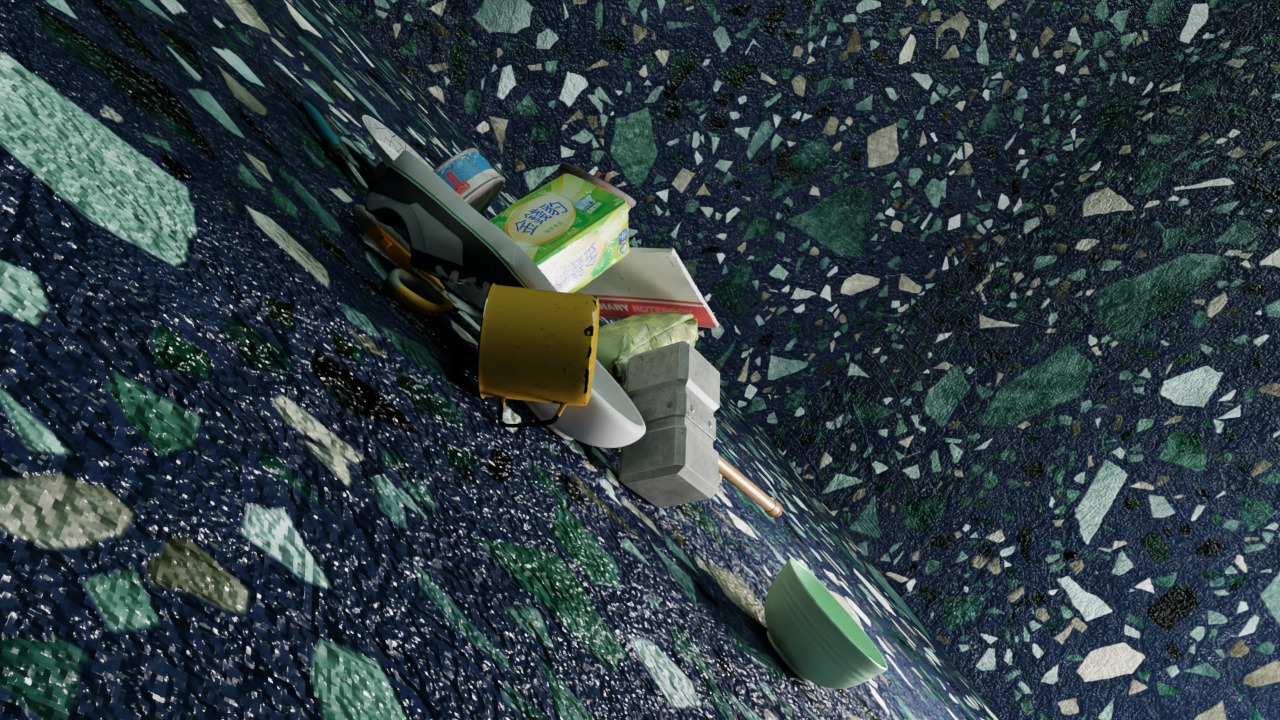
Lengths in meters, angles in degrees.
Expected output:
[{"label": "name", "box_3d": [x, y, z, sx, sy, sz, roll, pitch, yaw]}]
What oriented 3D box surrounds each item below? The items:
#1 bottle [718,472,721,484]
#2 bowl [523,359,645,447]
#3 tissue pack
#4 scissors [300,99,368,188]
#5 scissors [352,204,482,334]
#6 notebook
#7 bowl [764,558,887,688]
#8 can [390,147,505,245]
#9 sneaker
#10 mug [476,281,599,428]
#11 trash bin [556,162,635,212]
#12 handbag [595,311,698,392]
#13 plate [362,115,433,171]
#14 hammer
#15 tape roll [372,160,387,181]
[{"label": "bottle", "box_3d": [0.065, 0.130, 1.323, 0.059, 0.059, 0.167, 44, 6, -27]}, {"label": "bowl", "box_3d": [-0.077, 0.029, 0.927, 0.176, 0.066, 0.176, 46, 6, -6]}, {"label": "tissue pack", "box_3d": [-0.109, -0.105, 1.072, 0.120, 0.197, 0.142, 36, -35, 33]}, {"label": "scissors", "box_3d": [-0.353, -0.250, 1.053, 0.144, 0.019, 0.126, 52, -1, -15]}, {"label": "scissors", "box_3d": [-0.202, -0.065, 0.908, 0.225, 0.016, 0.216, 45, 6, -20]}, {"label": "notebook", "box_3d": [-0.015, -0.097, 1.187, 0.209, 0.012, 0.153, 7, -31, 35]}, {"label": "bowl", "box_3d": [0.186, 0.293, 0.985, 0.151, 0.077, 0.151, 46, 6, -6]}, {"label": "can", "box_3d": [-0.209, -0.168, 0.993, 0.044, 0.130, 0.130, 47, 6, -3]}, {"label": "sneaker", "box_3d": [-0.162, -0.095, 0.869, 0.235, 0.079, 0.084, 40, -5, 7]}, {"label": "mug", "box_3d": [-0.086, -0.001, 0.787, 0.094, 0.123, 0.100, 6, -13, -1]}, {"label": "trash bin", "box_3d": [-0.105, -0.200, 1.435, 0.131, 0.211, 0.131, 27, 4, -2]}, {"label": "handbag", "box_3d": [-0.007, 0.007, 1.145, 0.113, 0.186, 0.117, 8, -66, 45]}, {"label": "plate", "box_3d": [-0.281, -0.231, 1.153, 0.188, 0.016, 0.188, 46, 7, -8]}, {"label": "hammer", "box_3d": [0.097, 0.126, 1.101, 0.317, 0.083, 0.162, 41, 43, -44]}, {"label": "tape roll", "box_3d": [-0.303, -0.224, 1.195, 0.093, 0.030, 0.093, 46, 6, -6]}]
